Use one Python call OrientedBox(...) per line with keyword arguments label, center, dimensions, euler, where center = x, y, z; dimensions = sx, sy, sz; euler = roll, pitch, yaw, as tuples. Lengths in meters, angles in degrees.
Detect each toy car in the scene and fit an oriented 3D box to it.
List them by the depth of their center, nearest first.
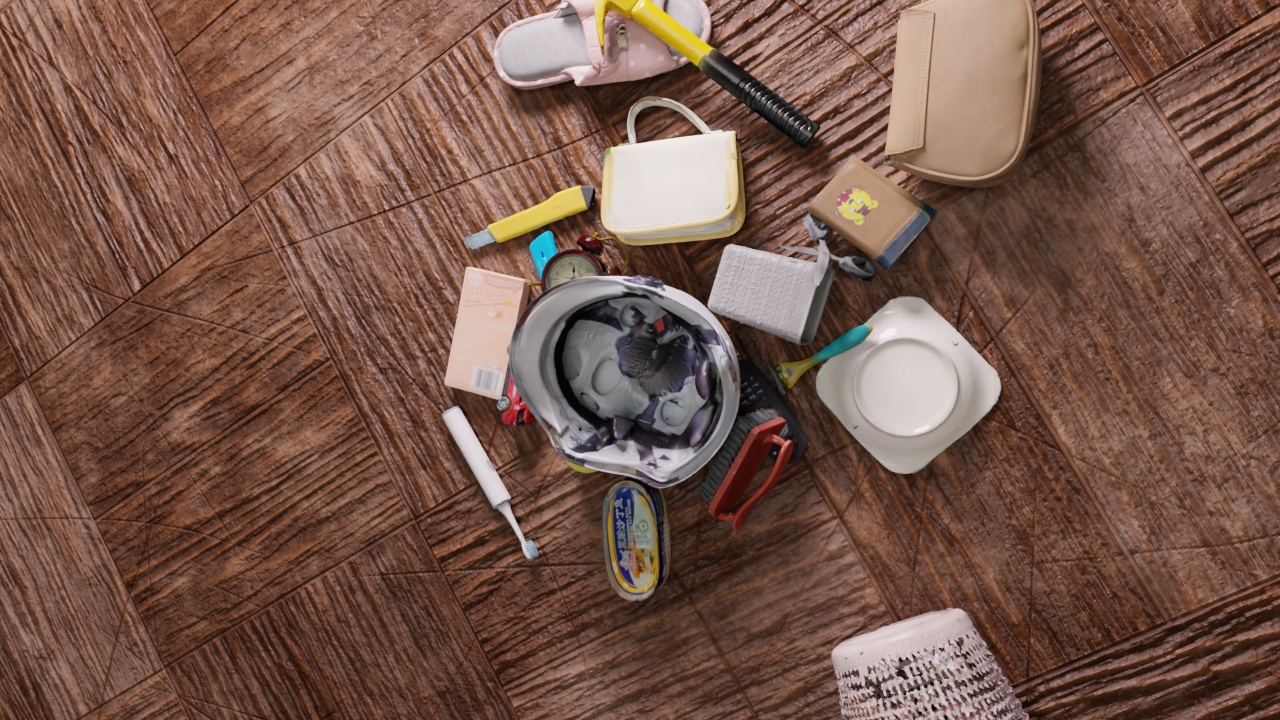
OrientedBox(label="toy car", center=(-0.145, 0.024, 1.147), dimensions=(0.045, 0.052, 0.120), euler=(11, 99, 15))

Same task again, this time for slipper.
OrientedBox(label="slipper", center=(-0.052, -0.384, 1.093), dimensions=(0.275, 0.054, 0.114), euler=(-4, 91, 16))

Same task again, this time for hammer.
OrientedBox(label="hammer", center=(0.074, -0.340, 1.037), dimensions=(0.301, 0.033, 0.129), euler=(37, 90, 1))

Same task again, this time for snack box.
OrientedBox(label="snack box", center=(-0.196, -0.035, 1.172), dimensions=(0.084, 0.026, 0.157), euler=(15, 97, 17))

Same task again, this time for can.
OrientedBox(label="can", center=(-0.005, 0.214, 1.113), dimensions=(0.075, 0.049, 0.148), euler=(-3, 92, 18))

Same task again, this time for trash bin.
OrientedBox(label="trash bin", center=(0.301, 0.372, 0.952), dimensions=(0.228, 0.227, 0.192), euler=(-24, 73, 17))

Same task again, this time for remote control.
OrientedBox(label="remote control", center=(0.144, 0.059, 1.070), dimensions=(0.053, 0.024, 0.136), euler=(-35, 85, 20))

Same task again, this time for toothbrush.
OrientedBox(label="toothbrush", center=(-0.192, 0.159, 1.181), dimensions=(0.026, 0.026, 0.221), euler=(-34, 82, 26))

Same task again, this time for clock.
OrientedBox(label="clock", center=(-0.070, -0.102, 1.107), dimensions=(0.122, 0.055, 0.082), euler=(-34, 90, 0))

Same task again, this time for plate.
OrientedBox(label="plate", center=(0.293, 0.029, 1.017), dimensions=(0.164, 0.034, 0.164), euler=(47, 104, 10))

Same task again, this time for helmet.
OrientedBox(label="helmet", center=(-0.006, 0.006, 1.046), dimensions=(0.259, 0.145, 0.229), euler=(23, 109, 9))

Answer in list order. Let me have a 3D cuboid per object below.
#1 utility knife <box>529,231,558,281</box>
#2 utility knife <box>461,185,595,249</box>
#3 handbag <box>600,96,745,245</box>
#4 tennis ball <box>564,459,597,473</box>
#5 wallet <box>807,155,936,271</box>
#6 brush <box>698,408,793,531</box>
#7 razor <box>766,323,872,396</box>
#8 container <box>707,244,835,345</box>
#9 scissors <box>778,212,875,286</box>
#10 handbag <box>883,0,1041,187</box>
OrientedBox(label="utility knife", center=(-0.102, -0.080, 1.145), dimensions=(0.034, 0.018, 0.162), euler=(-18, 89, 17))
OrientedBox(label="utility knife", center=(-0.140, -0.178, 1.153), dimensions=(0.193, 0.015, 0.033), euler=(-18, 84, 18))
OrientedBox(label="handbag", center=(0.039, -0.228, 1.079), dimensions=(0.163, 0.063, 0.178), euler=(-4, 77, 18))
OrientedBox(label="tennis ball", center=(-0.064, 0.104, 1.118), dimensions=(0.065, 0.065, 0.065), euler=(1, 93, 17))
OrientedBox(label="wallet", center=(0.255, -0.164, 1.009), dimensions=(0.115, 0.033, 0.090), euler=(39, 80, 14))
OrientedBox(label="brush", center=(0.119, 0.129, 1.050), dimensions=(0.069, 0.063, 0.146), euler=(42, 124, 27))
OrientedBox(label="razor", center=(0.206, -0.007, 1.037), dimensions=(0.133, 0.028, 0.043), euler=(-33, 74, 29))
OrientedBox(label="container", center=(0.146, -0.077, 1.031), dimensions=(0.114, 0.090, 0.090), euler=(19, 98, 19))
OrientedBox(label="scissors", center=(0.198, -0.114, 0.982), dimensions=(0.159, 0.178, 0.014), euler=(25, 125, -24))
OrientedBox(label="handbag", center=(0.338, -0.284, 0.957), dimensions=(0.148, 0.099, 0.204), euler=(7, 95, 25))
